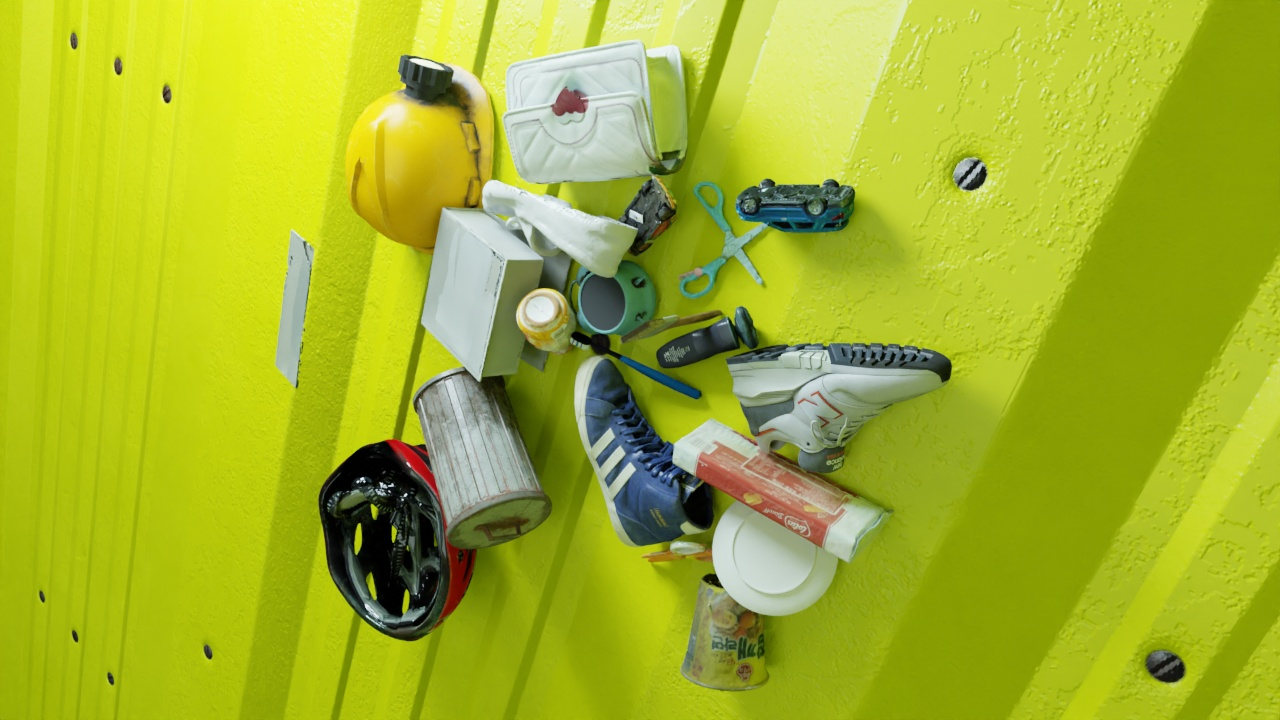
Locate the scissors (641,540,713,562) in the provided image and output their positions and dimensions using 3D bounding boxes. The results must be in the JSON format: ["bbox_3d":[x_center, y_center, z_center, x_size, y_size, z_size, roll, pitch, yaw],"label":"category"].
[{"bbox_3d":[0.038,0.226,1.075,0.131,0.070,0.013,-18,54,45],"label":"scissors"}]

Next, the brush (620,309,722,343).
[{"bbox_3d":[0.042,-0.041,0.964,0.045,0.142,0.008,-30,79,44],"label":"brush"}]

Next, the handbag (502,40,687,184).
[{"bbox_3d":[-0.053,-0.270,1.019,0.199,0.096,0.142,1,100,33],"label":"handbag"}]

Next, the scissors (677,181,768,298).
[{"bbox_3d":[0.083,-0.129,1.002,0.135,0.015,0.135,-32,83,29],"label":"scissors"}]

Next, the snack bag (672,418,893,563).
[{"bbox_3d":[0.144,0.132,0.966,0.225,0.077,0.041,28,125,28],"label":"snack bag"}]

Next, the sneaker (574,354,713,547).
[{"bbox_3d":[0.010,0.100,1.044,0.119,0.091,0.233,-11,93,41],"label":"sneaker"}]

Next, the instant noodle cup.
[{"bbox_3d":[0.098,0.300,1.026,0.102,0.102,0.108,5,93,35],"label":"instant noodle cup"}]

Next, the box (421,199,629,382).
[{"bbox_3d":[-0.110,-0.112,1.263,0.172,0.402,0.169,31,118,28],"label":"box"}]

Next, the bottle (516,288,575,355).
[{"bbox_3d":[-0.107,-0.041,1.094,0.063,0.108,0.063,-3,69,7],"label":"bottle"}]

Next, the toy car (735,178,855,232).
[{"bbox_3d":[0.154,-0.153,0.918,0.120,0.056,0.044,8,126,29],"label":"toy car"}]

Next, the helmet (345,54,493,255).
[{"bbox_3d":[-0.304,-0.256,1.179,0.205,0.131,0.256,31,116,27],"label":"helmet"}]

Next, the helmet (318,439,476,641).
[{"bbox_3d":[-0.323,0.243,1.260,0.218,0.166,0.272,-16,84,25],"label":"helmet"}]

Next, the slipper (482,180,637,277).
[{"bbox_3d":[-0.102,-0.157,1.063,0.247,0.112,0.074,29,90,41],"label":"slipper"}]

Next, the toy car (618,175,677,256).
[{"bbox_3d":[0.015,-0.162,1.016,0.047,0.047,0.112,58,146,10],"label":"toy car"}]

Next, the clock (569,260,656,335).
[{"bbox_3d":[-0.040,-0.072,1.072,0.124,0.053,0.090,4,101,38],"label":"clock"}]

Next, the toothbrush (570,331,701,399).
[{"bbox_3d":[-0.006,0.006,1.059,0.168,0.014,0.014,26,125,10],"label":"toothbrush"}]

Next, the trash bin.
[{"bbox_3d":[-0.199,0.127,1.145,0.131,0.130,0.211,-43,56,33],"label":"trash bin"}]

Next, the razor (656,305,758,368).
[{"bbox_3d":[0.071,-0.019,1.008,0.143,0.052,0.047,-20,89,41],"label":"razor"}]

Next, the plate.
[{"bbox_3d":[0.142,0.203,0.980,0.135,0.011,0.134,-4,75,16],"label":"plate"}]

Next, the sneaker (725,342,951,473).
[{"bbox_3d":[0.195,0.050,0.916,0.240,0.088,0.124,4,105,43],"label":"sneaker"}]
